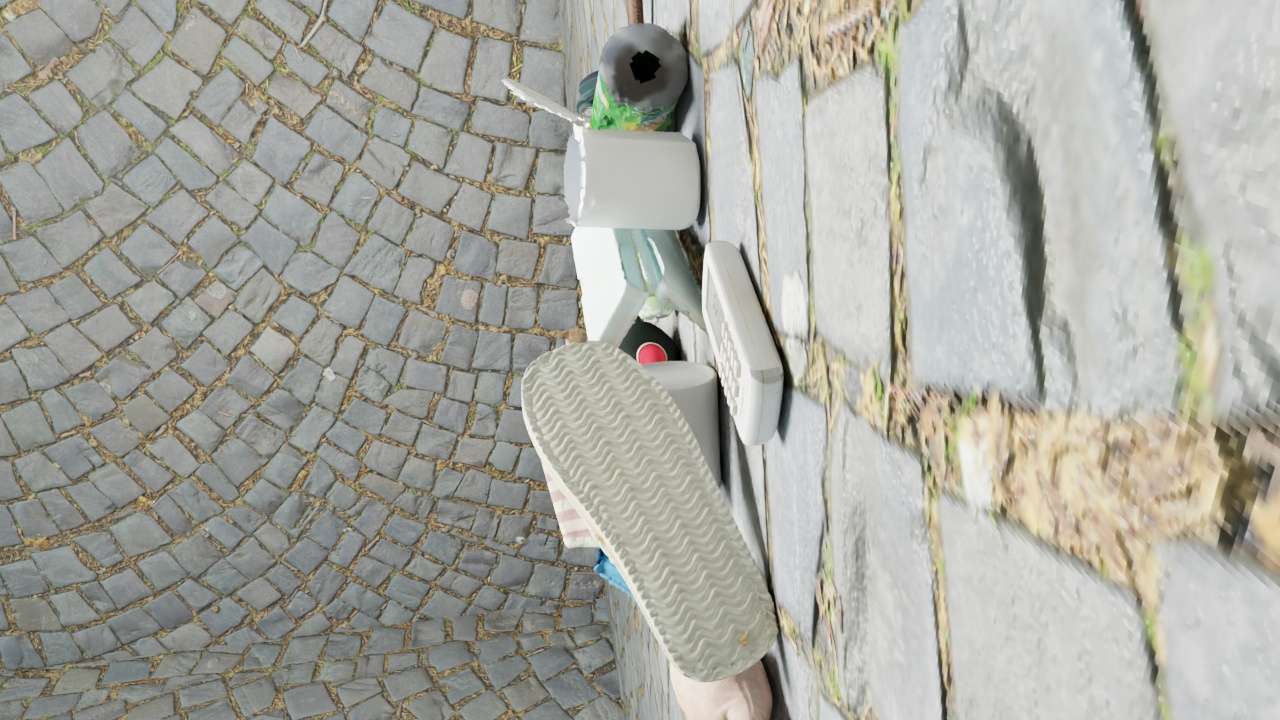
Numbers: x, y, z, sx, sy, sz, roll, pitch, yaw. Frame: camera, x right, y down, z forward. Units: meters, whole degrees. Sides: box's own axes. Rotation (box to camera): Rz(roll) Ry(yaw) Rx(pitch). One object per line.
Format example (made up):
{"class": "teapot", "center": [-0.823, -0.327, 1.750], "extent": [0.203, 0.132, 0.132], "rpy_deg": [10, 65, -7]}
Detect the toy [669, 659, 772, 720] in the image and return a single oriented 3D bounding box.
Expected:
{"class": "toy", "center": [0.061, 0.288, 0.707], "extent": [0.195, 0.065, 0.265], "rpy_deg": [-103, 7, -54]}

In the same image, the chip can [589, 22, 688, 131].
{"class": "chip can", "center": [-0.008, -0.216, 0.814], "extent": [0.223, 0.075, 0.075], "rpy_deg": [136, 128, -82]}

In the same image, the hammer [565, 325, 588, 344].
{"class": "hammer", "center": [-0.014, 0.075, 0.872], "extent": [0.329, 0.052, 0.097], "rpy_deg": [67, -162, -54]}

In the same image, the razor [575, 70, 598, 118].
{"class": "razor", "center": [-0.029, -0.292, 0.962], "extent": [0.052, 0.047, 0.142], "rpy_deg": [53, -149, -24]}

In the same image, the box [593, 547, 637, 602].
{"class": "box", "center": [0.023, 0.197, 0.861], "extent": [0.173, 0.066, 0.232], "rpy_deg": [53, 154, 27]}

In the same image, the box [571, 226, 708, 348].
{"class": "box", "center": [0.006, -0.080, 0.774], "extent": [0.086, 0.096, 0.198], "rpy_deg": [-62, 24, 29]}

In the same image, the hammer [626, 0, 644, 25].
{"class": "hammer", "center": [-0.005, -0.341, 0.862], "extent": [0.155, 0.043, 0.323], "rpy_deg": [-103, 7, -50]}

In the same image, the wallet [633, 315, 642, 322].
{"class": "wallet", "center": [-0.003, 0.006, 1.246], "extent": [0.072, 0.019, 0.123], "rpy_deg": [-108, 13, -47]}

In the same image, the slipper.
{"class": "slipper", "center": [-0.001, 0.103, 0.649], "extent": [0.263, 0.115, 0.052], "rpy_deg": [57, 165, 22]}

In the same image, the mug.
{"class": "mug", "center": [0.016, 0.054, 0.754], "extent": [0.112, 0.078, 0.097], "rpy_deg": [23, 122, 56]}

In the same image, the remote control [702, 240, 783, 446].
{"class": "remote control", "center": [0.061, -0.014, 0.571], "extent": [0.138, 0.025, 0.060], "rpy_deg": [-102, 8, -47]}

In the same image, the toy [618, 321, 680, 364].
{"class": "toy", "center": [-0.006, 0.005, 0.926], "extent": [0.099, 0.097, 0.119], "rpy_deg": [43, 141, 2]}

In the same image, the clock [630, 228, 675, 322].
{"class": "clock", "center": [0.011, -0.095, 0.902], "extent": [0.094, 0.042, 0.119], "rpy_deg": [90, 172, -52]}

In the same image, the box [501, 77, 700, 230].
{"class": "box", "center": [-0.031, -0.159, 0.703], "extent": [0.084, 0.159, 0.119], "rpy_deg": [-117, 28, -57]}
